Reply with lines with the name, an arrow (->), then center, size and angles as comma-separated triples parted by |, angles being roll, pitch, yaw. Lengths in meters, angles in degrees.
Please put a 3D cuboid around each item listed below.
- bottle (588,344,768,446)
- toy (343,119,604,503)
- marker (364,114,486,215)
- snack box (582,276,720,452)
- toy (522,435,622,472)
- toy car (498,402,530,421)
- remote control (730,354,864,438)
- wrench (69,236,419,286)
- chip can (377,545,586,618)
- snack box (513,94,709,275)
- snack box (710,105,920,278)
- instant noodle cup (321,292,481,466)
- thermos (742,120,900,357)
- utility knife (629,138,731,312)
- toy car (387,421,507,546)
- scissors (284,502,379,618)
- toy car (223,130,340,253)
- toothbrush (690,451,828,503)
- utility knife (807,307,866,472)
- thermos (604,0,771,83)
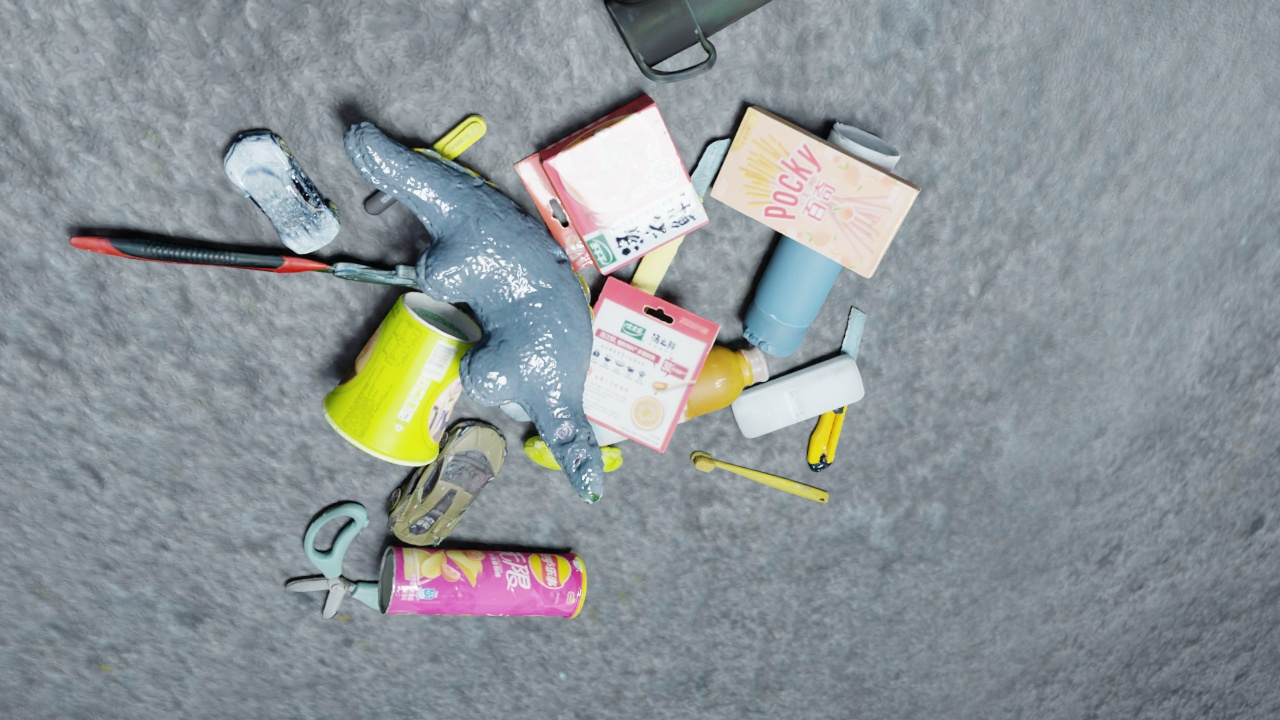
bottle -> 0.030, 0.028, 0.894 | 0.189, 0.068, 0.068 | -17, 127, -3
toy -> -0.107, -0.047, 0.759 | 0.092, 0.137, 0.356 | -16, 110, 38
marker -> -0.175, -0.156, 0.741 | 0.124, 0.015, 0.018 | -34, 121, 12
snack box -> -0.005, 0.005, 0.838 | 0.113, 0.044, 0.127 | 25, 86, 1
toy -> -0.069, 0.095, 0.927 | 0.100, 0.031, 0.097 | 3, 161, 5
toy car -> -0.105, 0.009, 0.866 | 0.054, 0.036, 0.121 | 0, 128, -15
remote control -> 0.163, 0.038, 0.958 | 0.136, 0.020, 0.056 | -21, 121, 8
wrench -> -0.309, -0.080, 0.744 | 0.273, 0.056, 0.016 | 5, 85, -13
chip can -> -0.167, 0.237, 0.977 | 0.210, 0.071, 0.072 | 8, 122, -27
snack box -> -0.023, -0.140, 0.766 | 0.127, 0.044, 0.113 | -27, 119, 5
snack box -> 0.144, -0.142, 0.773 | 0.157, 0.026, 0.085 | 30, 119, 11
instant noodle cup -> -0.200, 0.010, 0.804 | 0.111, 0.111, 0.123 | 25, 107, -28
thermos -> 0.158, -0.103, 0.840 | 0.070, 0.070, 0.221 | 10, 123, -21
utility knife -> 0.028, -0.109, 0.826 | 0.031, 0.021, 0.205 | 13, 127, -28
toy car -> -0.194, 0.125, 0.923 | 0.070, 0.042, 0.158 | 27, 112, -30
scissors -> -0.288, 0.215, 0.976 | 0.171, 0.019, 0.170 | 3, 125, -16
toy car -> -0.281, -0.130, 0.721 | 0.049, 0.031, 0.105 | -28, 126, 5
toothbrush -> 0.137, 0.135, 1.031 | 0.190, 0.016, 0.016 | 20, 118, -26
utility knife -> 0.210, 0.037, 0.982 | 0.033, 0.015, 0.216 | -4, 125, -15
thermos -> 0.097, -0.291, 0.675 | 0.243, 0.090, 0.068 | -30, 169, 7
